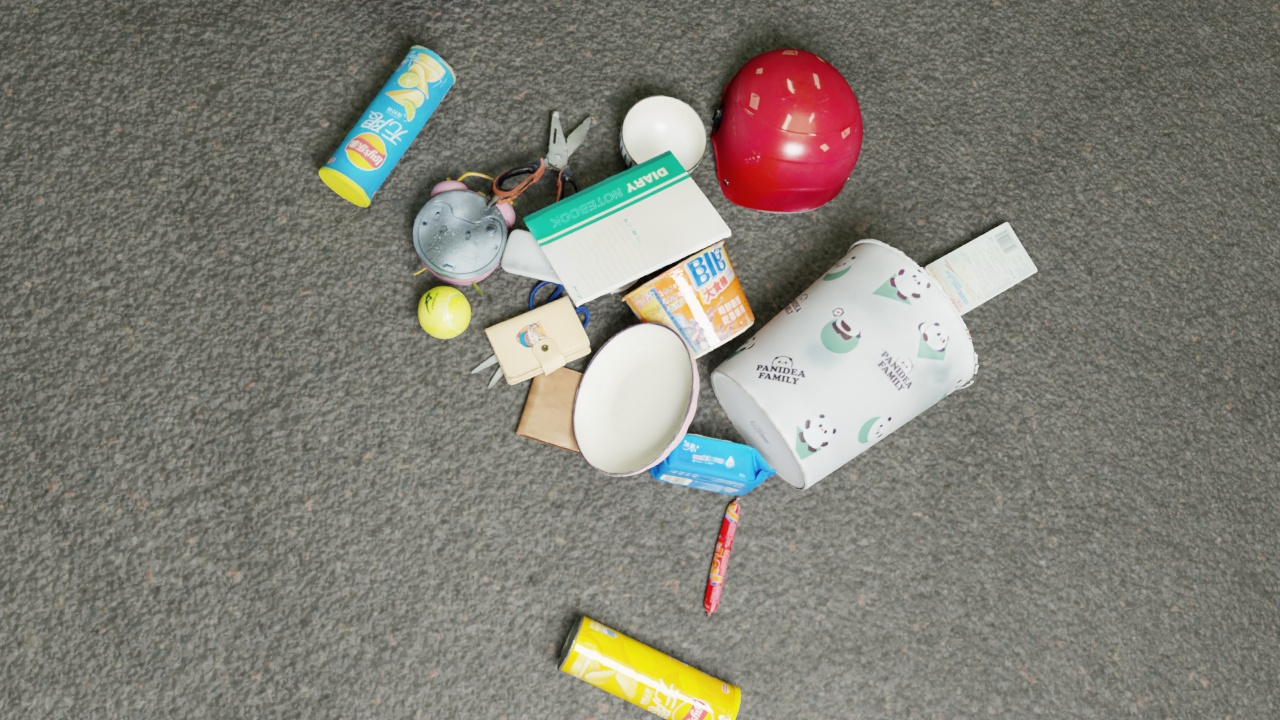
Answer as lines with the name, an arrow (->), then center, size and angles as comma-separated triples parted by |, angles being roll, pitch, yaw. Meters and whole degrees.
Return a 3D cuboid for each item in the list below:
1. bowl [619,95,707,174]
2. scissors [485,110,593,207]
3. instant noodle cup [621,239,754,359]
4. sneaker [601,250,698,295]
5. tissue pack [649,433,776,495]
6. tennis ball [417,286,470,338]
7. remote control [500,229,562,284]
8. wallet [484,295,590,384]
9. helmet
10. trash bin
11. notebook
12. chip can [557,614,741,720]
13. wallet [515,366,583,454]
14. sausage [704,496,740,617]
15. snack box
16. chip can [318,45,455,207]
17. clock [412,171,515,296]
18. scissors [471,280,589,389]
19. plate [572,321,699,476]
bowl -> 0.026, -0.289, 1.236 | 0.116, 0.066, 0.116 | 2, 78, -11
scissors -> -0.116, -0.247, 1.187 | 0.223, 0.015, 0.189 | -30, 63, -25
instant noodle cup -> 0.067, -0.068, 1.161 | 0.151, 0.151, 0.111 | -31, 94, -15
sneaker -> -0.035, -0.129, 1.171 | 0.241, 0.118, 0.088 | -3, 97, 8
tissue pack -> 0.083, 0.128, 1.145 | 0.157, 0.095, 0.052 | 12, 70, -8
tennis ball -> -0.244, -0.059, 1.140 | 0.065, 0.065, 0.065 | 2, 78, -10
remote control -> -0.104, -0.123, 1.124 | 0.136, 0.020, 0.055 | 13, 80, 17
wallet -> -0.128, -0.024, 1.159 | 0.115, 0.024, 0.087 | -23, 77, -12
helmet -> 0.206, -0.329, 1.241 | 0.207, 0.144, 0.239 | -3, 78, -9
trash bin -> 0.240, 0.013, 1.139 | 0.251, 0.230, 0.229 | -35, 86, -9
notebook -> -0.018, -0.163, 1.108 | 0.209, 0.012, 0.150 | -27, 63, -11
chip can -> 0.010, 0.378, 1.091 | 0.213, 0.072, 0.072 | 26, 75, -3
wallet -> -0.090, 0.063, 1.167 | 0.115, 0.020, 0.101 | 19, 75, -9
sausage -> 0.103, 0.248, 1.162 | 0.020, 0.020, 0.155 | 17, 76, -6
snack box -> 0.480, -0.127, 1.304 | 0.156, 0.027, 0.084 | -28, 85, -14
chip can -> -0.321, -0.300, 1.174 | 0.071, 0.071, 0.210 | 31, 74, -3
clock -> -0.223, -0.169, 1.171 | 0.117, 0.060, 0.158 | 18, 77, -5
scissors -> -0.136, -0.027, 1.181 | 0.144, 0.012, 0.170 | 14, 77, -6
plate -> -0.001, 0.050, 1.104 | 0.039, 0.193, 0.192 | 26, 71, -43
